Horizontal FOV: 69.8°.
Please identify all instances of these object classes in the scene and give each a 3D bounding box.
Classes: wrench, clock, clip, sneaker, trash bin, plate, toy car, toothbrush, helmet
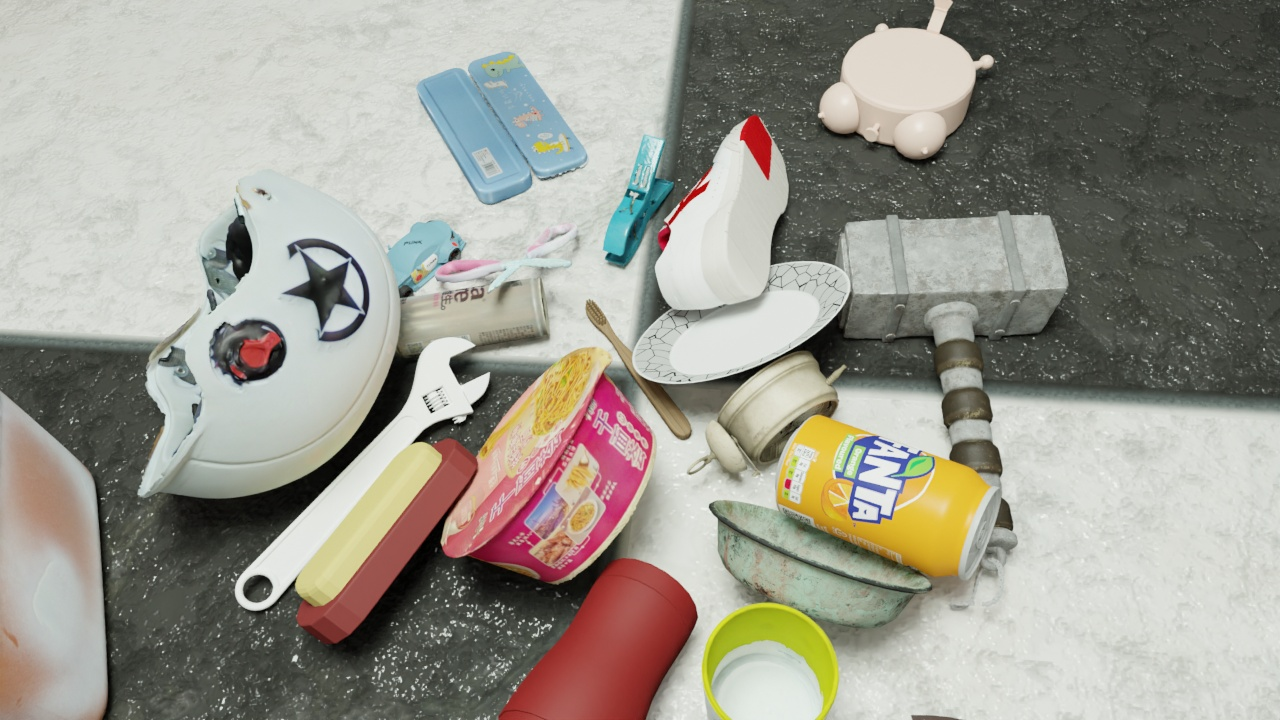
[{"bbox_3d":[-0.222,0.089,0.747,0.066,0.018,0.272,44,69,-11],"label":"wrench"},{"bbox_3d":[0.097,0.052,0.715,0.140,0.093,0.054,-33,66,-7],"label":"clock"},{"bbox_3d":[-0.002,-0.142,0.883,0.027,0.104,0.120,17,66,19],"label":"clip"},{"bbox_3d":[0.066,-0.136,0.849,0.104,0.090,0.235,-15,41,31],"label":"sneaker"},{"bbox_3d":[0.268,-0.285,0.929,0.131,0.086,0.160,26,69,21],"label":"clock"},{"bbox_3d":[-0.503,0.166,0.653,0.181,0.157,0.259,-21,58,-9],"label":"trash bin"},{"bbox_3d":[0.083,-0.028,0.762,0.189,0.016,0.188,-21,24,10],"label":"plate"},{"bbox_3d":[-0.221,-0.098,0.879,0.060,0.027,0.107,34,65,24],"label":"toy car"},{"bbox_3d":[-0.005,0.005,0.797,0.016,0.016,0.167,-30,59,-13],"label":"toothbrush"},{"bbox_3d":[-0.285,-0.006,0.729,0.163,0.237,0.263,21,69,-30],"label":"helmet"}]

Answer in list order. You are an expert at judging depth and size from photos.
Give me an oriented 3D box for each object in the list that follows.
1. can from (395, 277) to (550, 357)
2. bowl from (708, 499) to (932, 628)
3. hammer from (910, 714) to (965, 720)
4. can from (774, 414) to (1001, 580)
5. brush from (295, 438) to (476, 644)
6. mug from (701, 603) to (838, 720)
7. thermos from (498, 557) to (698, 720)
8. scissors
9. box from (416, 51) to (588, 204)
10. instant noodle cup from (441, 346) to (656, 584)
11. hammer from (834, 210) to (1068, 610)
[{"bbox_3d":[-0.151,-0.038,0.816,0.135,0.054,0.054,-9,56,0],"label":"can"},{"bbox_3d":[0.116,0.142,0.632,0.157,0.157,0.038,19,92,17],"label":"bowl"},{"bbox_3d":[0.075,0.284,0.567,0.323,0.115,0.033,-12,34,7],"label":"hammer"},{"bbox_3d":[0.172,0.096,0.651,0.143,0.079,0.079,20,59,31],"label":"can"},{"bbox_3d":[-0.196,0.127,0.690,0.042,0.082,0.173,45,62,-19],"label":"brush"},{"bbox_3d":[0.082,0.214,0.594,0.082,0.106,0.082,-3,56,4],"label":"mug"},{"bbox_3d":[-0.046,0.229,0.596,0.084,0.108,0.198,49,47,-11],"label":"thermos"},{"bbox_3d":[-0.108,-0.095,0.835,0.171,0.014,0.172,3,28,44],"label":"scissors"},{"bbox_3d":[-0.152,-0.258,0.983,0.125,0.021,0.209,-26,58,-11],"label":"box"},{"bbox_3d":[-0.060,0.084,0.668,0.077,0.179,0.178,38,60,-18],"label":"instant noodle cup"},{"bbox_3d":[0.257,0.031,0.725,0.177,0.080,0.325,-1,62,4],"label":"hammer"}]
